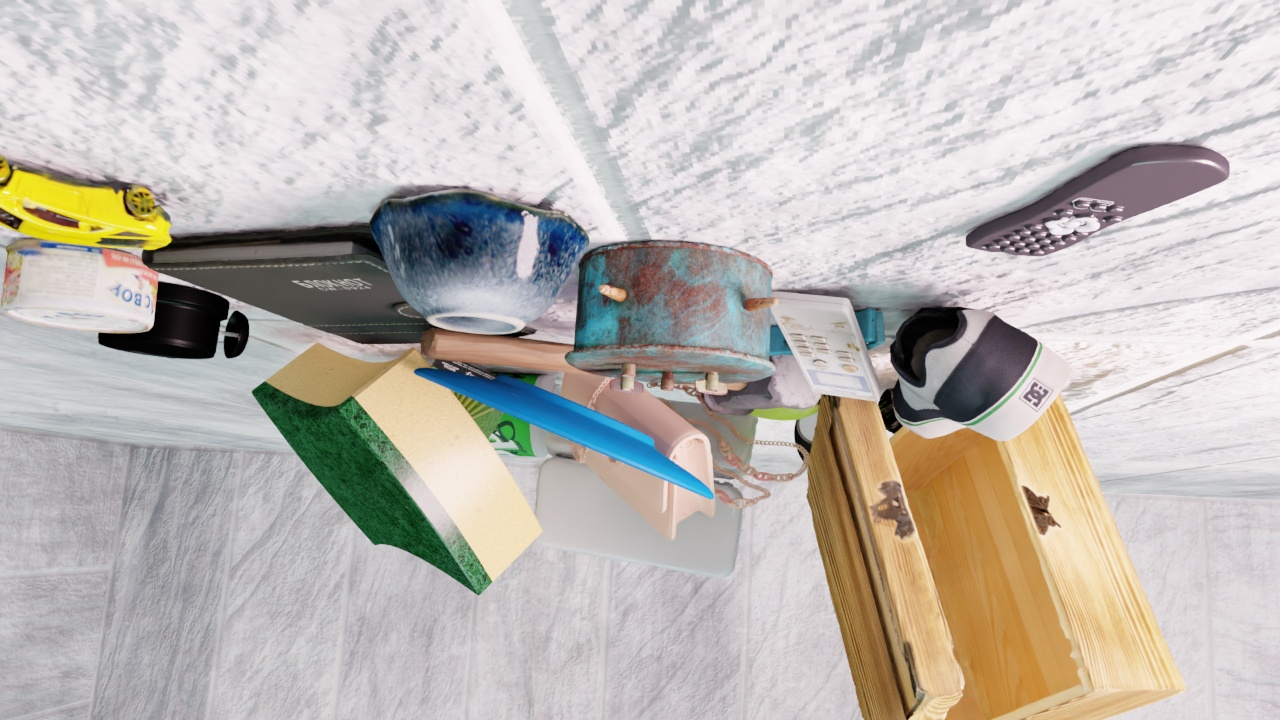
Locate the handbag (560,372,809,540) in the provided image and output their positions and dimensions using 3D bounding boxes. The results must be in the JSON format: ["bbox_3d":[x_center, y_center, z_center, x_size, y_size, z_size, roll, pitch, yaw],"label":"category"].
[{"bbox_3d":[0.033,0.042,0.832,0.186,0.117,0.199,-26,-138,-28],"label":"handbag"}]

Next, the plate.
[{"bbox_3d":[-0.049,0.043,0.643,0.224,0.024,0.224,23,174,2],"label":"plate"}]

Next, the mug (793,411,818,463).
[{"bbox_3d":[0.231,0.079,1.043,0.119,0.084,0.100,-30,148,12],"label":"mug"}]

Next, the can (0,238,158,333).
[{"bbox_3d":[-0.359,-0.046,0.590,0.086,0.043,0.086,2,171,0],"label":"can"}]

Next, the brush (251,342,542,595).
[{"bbox_3d":[-0.217,0.086,0.799,0.251,0.075,0.195,3,130,52],"label":"brush"}]

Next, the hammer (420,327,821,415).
[{"bbox_3d":[-0.004,0.004,0.688,0.327,0.052,0.098,7,170,-35],"label":"hammer"}]

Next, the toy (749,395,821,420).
[{"bbox_3d":[0.119,0.033,0.879,0.092,0.046,0.115,8,176,-19],"label":"toy"}]

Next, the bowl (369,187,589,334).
[{"bbox_3d":[-0.083,-0.044,0.468,0.110,0.055,0.110,3,171,0],"label":"bowl"}]

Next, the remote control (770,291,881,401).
[{"bbox_3d":[0.127,-0.006,0.617,0.050,0.011,0.136,8,157,27],"label":"remote control"}]

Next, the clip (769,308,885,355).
[{"bbox_3d":[0.126,-0.014,0.669,0.119,0.033,0.121,4,171,20],"label":"clip"}]

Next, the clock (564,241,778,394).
[{"bbox_3d":[0.017,-0.015,0.552,0.121,0.073,0.158,4,171,-3],"label":"clock"}]

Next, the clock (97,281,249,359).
[{"bbox_3d":[-0.353,-0.026,0.697,0.091,0.042,0.120,1,170,16],"label":"clock"}]

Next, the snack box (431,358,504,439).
[{"bbox_3d":[-0.189,0.061,0.911,0.080,0.025,0.148,25,131,-13],"label":"snack box"}]

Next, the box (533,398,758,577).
[{"bbox_3d":[0.003,0.110,0.899,0.211,0.185,0.084,8,152,13],"label":"box"}]

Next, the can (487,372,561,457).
[{"bbox_3d":[-0.157,0.057,0.979,0.140,0.087,0.088,2,170,7],"label":"can"}]

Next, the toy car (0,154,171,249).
[{"bbox_3d":[-0.283,-0.074,0.440,0.106,0.030,0.049,13,168,-37],"label":"toy car"}]

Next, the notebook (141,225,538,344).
[{"bbox_3d":[-0.179,-0.042,0.601,0.170,0.029,0.209,-1,171,20],"label":"notebook"}]

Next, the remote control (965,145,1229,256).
[{"bbox_3d":[0.190,-0.064,0.391,0.046,0.009,0.125,5,170,-11],"label":"remote control"}]

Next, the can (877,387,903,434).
[{"bbox_3d":[0.305,0.054,0.905,0.137,0.054,0.054,6,170,-17],"label":"can"}]

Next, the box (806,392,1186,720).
[{"bbox_3d":[0.239,0.182,0.790,0.220,0.278,0.259,4,145,-19],"label":"box"}]

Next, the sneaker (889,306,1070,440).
[{"bbox_3d":[0.201,0.001,0.619,0.079,0.084,0.235,38,180,4],"label":"sneaker"}]
